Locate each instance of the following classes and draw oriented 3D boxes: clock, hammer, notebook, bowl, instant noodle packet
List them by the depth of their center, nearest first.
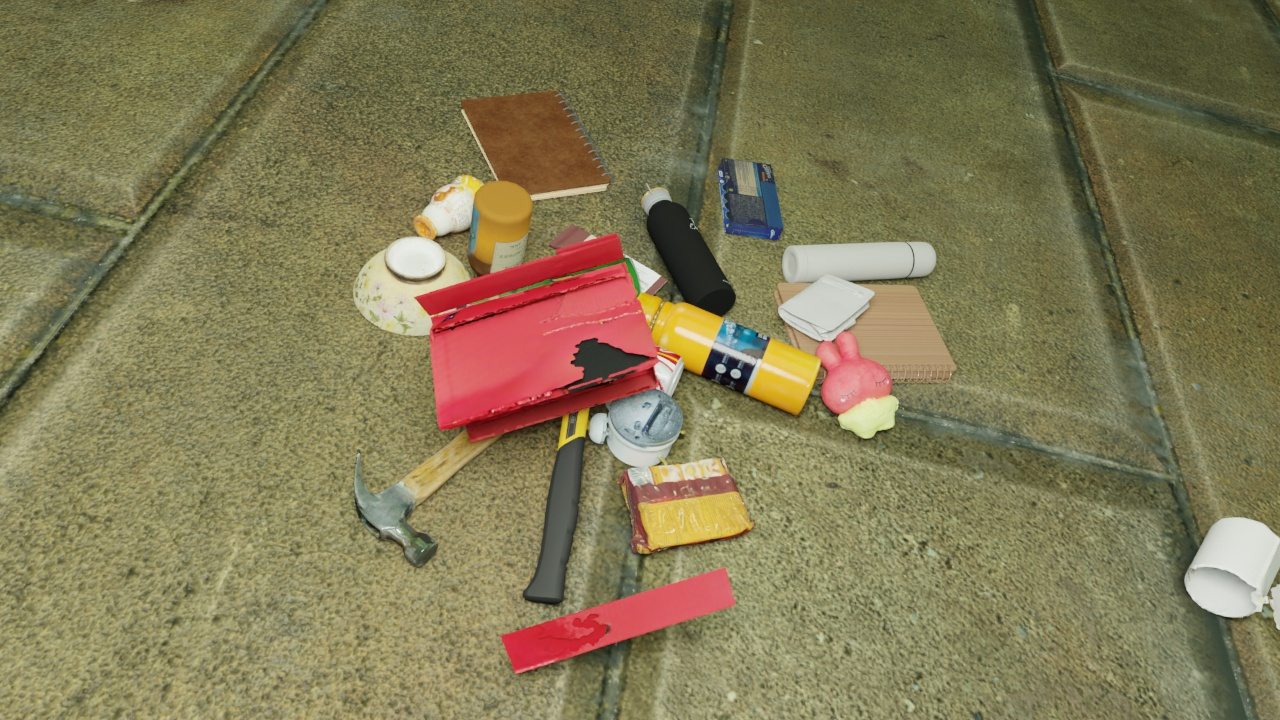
[{"bbox_3d":[-0.074,0.095,0.966,0.127,0.029,0.322,0,59,11],"label":"hammer"},{"bbox_3d":[0.046,0.154,0.979,0.135,0.040,0.098,-6,51,-21],"label":"instant noodle packet"},{"bbox_3d":[-0.171,0.075,1.000,0.132,0.033,0.329,34,49,17],"label":"hammer"},{"bbox_3d":[-0.010,0.068,1.027,0.117,0.057,0.083,26,49,9],"label":"clock"},{"bbox_3d":[-0.272,-0.103,1.107,0.145,0.063,0.145,7,48,-8],"label":"bowl"},{"bbox_3d":[0.298,-0.037,1.220,0.210,0.022,0.169,0,49,-14],"label":"notebook"},{"bbox_3d":[-0.153,-0.318,1.351,0.167,0.024,0.225,-13,54,-22],"label":"notebook"}]

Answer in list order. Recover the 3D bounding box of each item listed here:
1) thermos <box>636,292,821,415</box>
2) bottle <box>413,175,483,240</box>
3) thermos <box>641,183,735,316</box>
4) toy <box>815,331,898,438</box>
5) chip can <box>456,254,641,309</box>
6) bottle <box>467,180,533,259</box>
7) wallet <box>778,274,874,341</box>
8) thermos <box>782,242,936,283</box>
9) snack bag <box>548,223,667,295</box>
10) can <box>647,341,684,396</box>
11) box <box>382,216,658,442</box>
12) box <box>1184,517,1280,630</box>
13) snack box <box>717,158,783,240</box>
[{"bbox_3d":[0.097,-0.012,1.119,0.233,0.091,0.076,22,88,6],"label":"thermos"},{"bbox_3d":[-0.246,-0.195,1.194,0.063,0.063,0.108,31,49,13],"label":"bottle"},{"bbox_3d":[0.054,-0.156,1.236,0.061,0.061,0.231,-10,53,-22],"label":"thermos"},{"bbox_3d":[0.264,0.029,1.122,0.091,0.045,0.135,-16,74,-15],"label":"toy"},{"bbox_3d":[-0.112,-0.074,1.115,0.222,0.076,0.075,-17,56,-26],"label":"chip can"},{"bbox_3d":[-0.172,-0.136,1.098,0.068,0.157,0.067,8,52,-10],"label":"bottle"},{"bbox_3d":[0.244,-0.069,1.203,0.116,0.032,0.086,-32,51,-33],"label":"wallet"},{"bbox_3d":[0.311,-0.139,1.292,0.224,0.052,0.052,-4,51,-17],"label":"thermos"},{"bbox_3d":[-0.043,-0.131,1.222,0.158,0.013,0.056,31,52,14],"label":"snack bag"},{"bbox_3d":[-0.006,0.006,1.077,0.105,0.064,0.064,23,48,7],"label":"can"},{"bbox_3d":[-0.134,-0.138,0.811,0.215,0.511,0.141,-16,37,0],"label":"box"},{"bbox_3d":[0.685,0.244,1.009,0.137,0.083,0.143,-34,32,-33],"label":"box"},{"bbox_3d":[0.162,-0.241,1.361,0.082,0.027,0.150,8,49,-10],"label":"snack box"}]
